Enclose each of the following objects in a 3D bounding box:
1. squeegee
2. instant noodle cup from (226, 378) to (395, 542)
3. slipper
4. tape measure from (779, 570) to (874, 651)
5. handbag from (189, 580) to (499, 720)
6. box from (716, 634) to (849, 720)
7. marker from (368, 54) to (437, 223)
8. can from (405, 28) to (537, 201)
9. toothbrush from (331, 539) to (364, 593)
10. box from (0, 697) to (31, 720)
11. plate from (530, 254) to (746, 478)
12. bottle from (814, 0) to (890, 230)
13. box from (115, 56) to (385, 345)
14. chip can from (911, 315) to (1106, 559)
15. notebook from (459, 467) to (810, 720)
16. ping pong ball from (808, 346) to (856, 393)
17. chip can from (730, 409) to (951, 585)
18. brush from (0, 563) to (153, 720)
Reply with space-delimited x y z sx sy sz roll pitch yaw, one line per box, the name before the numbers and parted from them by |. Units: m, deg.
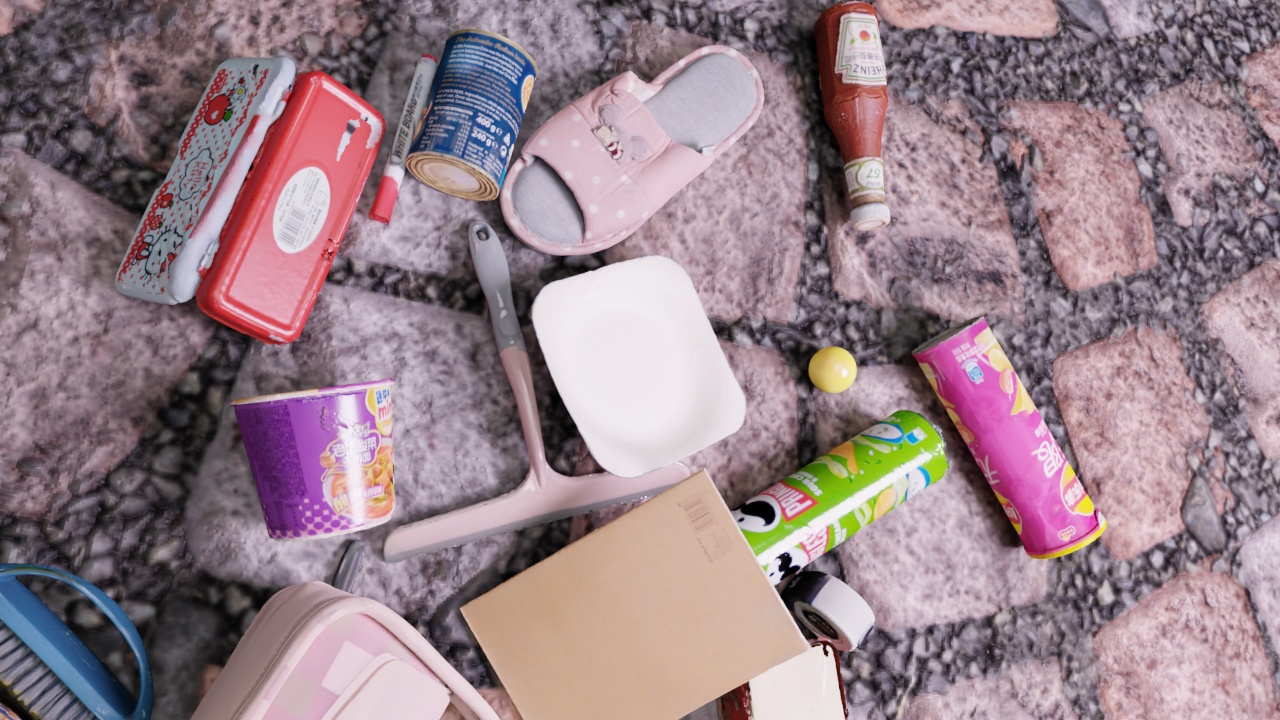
squeegee | -0.098 0.005 0.709 0.247 0.040 0.249 -12 82 -19
instant noodle cup | -0.216 0.067 0.628 0.111 0.112 0.099 -10 91 -19
slipper | 0.002 -0.183 0.767 0.273 0.054 0.114 -37 92 -20
tape measure | 0.153 0.200 0.733 0.066 0.066 0.033 45 69 -5
handbag | -0.181 0.277 0.607 0.234 0.094 0.193 41 64 -25
box | 0.114 0.300 0.697 0.091 0.076 0.168 -4 80 -19
marker | -0.187 -0.177 0.728 0.017 0.017 0.145 16 75 -14
can | -0.131 -0.188 0.716 0.075 0.075 0.111 18 75 -13
toothbrush | -0.229 0.213 0.640 0.015 0.018 0.180 20 73 -10
box | -0.421 0.210 0.539 0.184 0.090 0.060 44 58 -7
plate | -0.004 0.004 0.723 0.163 0.034 0.164 -20 83 -37
bottle | 0.197 -0.221 0.832 0.059 0.060 0.206 -1 80 -18
box | -0.286 -0.120 0.675 0.118 0.098 0.201 33 67 -43
chip can | 0.322 0.067 0.809 0.071 0.071 0.210 -30 89 -20
notebook | -0.006 0.194 0.668 0.211 0.012 0.149 -30 88 5
ping pong ball | 0.165 0.008 0.788 0.040 0.040 0.040 3 78 -17
chip can | 0.142 0.119 0.744 0.235 0.072 0.072 -27 88 -21
brush | -0.364 0.182 0.582 0.073 0.055 0.144 -44 94 -19
